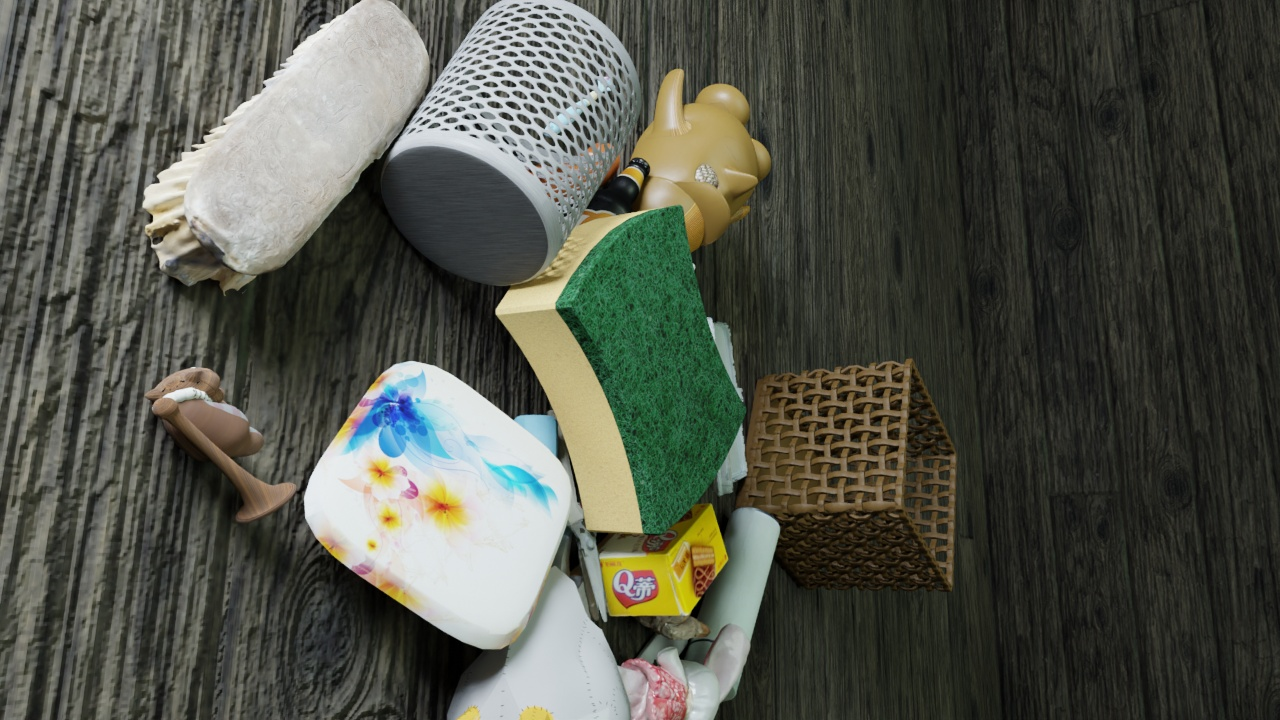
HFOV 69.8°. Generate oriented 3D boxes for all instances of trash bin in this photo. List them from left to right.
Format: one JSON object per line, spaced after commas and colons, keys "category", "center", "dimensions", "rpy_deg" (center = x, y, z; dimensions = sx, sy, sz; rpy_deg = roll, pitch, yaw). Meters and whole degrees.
{"category": "trash bin", "center": [-0.102, -0.171, 0.729], "dimensions": [0.156, 0.157, 0.182], "rpy_deg": [56, 42, -37]}

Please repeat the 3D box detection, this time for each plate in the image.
{"category": "plate", "center": [-0.132, 0.096, 0.664], "dimensions": [0.187, 0.016, 0.186], "rpy_deg": [40, 39, -17]}

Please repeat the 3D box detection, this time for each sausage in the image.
{"category": "sausage", "center": [-0.067, -0.181, 0.899], "dimensions": [0.163, 0.039, 0.044], "rpy_deg": [-39, 107, -56]}

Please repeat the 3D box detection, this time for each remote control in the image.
{"category": "remote control", "center": [0.012, 0.316, 0.954], "dimensions": [0.146, 0.008, 0.045], "rpy_deg": [-37, 115, -55]}

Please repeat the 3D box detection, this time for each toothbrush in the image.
{"category": "toothbrush", "center": [-0.063, -0.262, 0.948], "dimensions": [0.022, 0.016, 0.154], "rpy_deg": [39, 41, -6]}

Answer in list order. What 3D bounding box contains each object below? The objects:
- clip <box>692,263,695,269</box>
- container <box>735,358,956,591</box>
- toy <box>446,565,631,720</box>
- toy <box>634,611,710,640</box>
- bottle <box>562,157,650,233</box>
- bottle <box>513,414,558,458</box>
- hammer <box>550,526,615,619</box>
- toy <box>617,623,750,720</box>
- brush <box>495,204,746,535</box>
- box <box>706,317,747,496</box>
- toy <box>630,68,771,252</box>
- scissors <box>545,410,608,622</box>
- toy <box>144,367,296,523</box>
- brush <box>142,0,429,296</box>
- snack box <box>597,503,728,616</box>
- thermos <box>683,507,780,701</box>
{"category": "clip", "center": [0.013, -0.043, 0.963], "dimensions": [0.124, 0.074, 0.144], "rpy_deg": [-61, 165, -50]}
{"category": "container", "center": [0.291, 0.165, 1.256], "dimensions": [0.251, 0.215, 0.219], "rpy_deg": [50, 43, -42]}
{"category": "toy", "center": [-0.067, 0.287, 0.710], "dimensions": [0.267, 0.141, 0.246], "rpy_deg": [27, 58, -69]}
{"category": "toy", "center": [0.029, 0.238, 0.925], "dimensions": [0.106, 0.074, 0.085], "rpy_deg": [47, 46, -71]}
{"category": "bottle", "center": [-0.038, -0.133, 0.889], "dimensions": [0.059, 0.059, 0.181], "rpy_deg": [57, 49, -36]}
{"category": "bottle", "center": [-0.092, 0.114, 0.792], "dimensions": [0.040, 0.040, 0.130], "rpy_deg": [18, 69, -57]}
{"category": "hammer", "center": [-0.009, 0.164, 0.927], "dimensions": [0.327, 0.039, 0.131], "rpy_deg": [-43, 119, -55]}
{"category": "toy", "center": [0.028, 0.327, 0.888], "dimensions": [0.194, 0.084, 0.159], "rpy_deg": [26, 89, -47]}
{"category": "brush", "center": [-0.005, 0.005, 0.804], "dimensions": [0.194, 0.075, 0.250], "rpy_deg": [-47, 125, -47]}
{"category": "box", "center": [0.094, 0.052, 1.114], "dimensions": [0.192, 0.061, 0.210], "rpy_deg": [-9, 93, -82]}
{"category": "toy", "center": [0.053, -0.192, 1.003], "dimensions": [0.202, 0.163, 0.199], "rpy_deg": [-57, 132, -33]}
{"category": "scissors", "center": [-0.050, 0.134, 0.821], "dimensions": [0.188, 0.015, 0.146], "rpy_deg": [58, 30, 2]}
{"category": "toy", "center": [-0.249, 0.045, 0.538], "dimensions": [0.054, 0.041, 0.102], "rpy_deg": [57, -6, 46]}
{"category": "brush", "center": [-0.221, -0.152, 0.613], "dimensions": [0.083, 0.057, 0.270], "rpy_deg": [54, 39, -34]}
{"category": "snack box", "center": [0.019, 0.184, 0.848], "dimensions": [0.105, 0.084, 0.061], "rpy_deg": [-35, 111, -58]}
{"category": "thermos", "center": [0.107, 0.278, 1.068], "dimensions": [0.068, 0.068, 0.229], "rpy_deg": [62, 36, -31]}
